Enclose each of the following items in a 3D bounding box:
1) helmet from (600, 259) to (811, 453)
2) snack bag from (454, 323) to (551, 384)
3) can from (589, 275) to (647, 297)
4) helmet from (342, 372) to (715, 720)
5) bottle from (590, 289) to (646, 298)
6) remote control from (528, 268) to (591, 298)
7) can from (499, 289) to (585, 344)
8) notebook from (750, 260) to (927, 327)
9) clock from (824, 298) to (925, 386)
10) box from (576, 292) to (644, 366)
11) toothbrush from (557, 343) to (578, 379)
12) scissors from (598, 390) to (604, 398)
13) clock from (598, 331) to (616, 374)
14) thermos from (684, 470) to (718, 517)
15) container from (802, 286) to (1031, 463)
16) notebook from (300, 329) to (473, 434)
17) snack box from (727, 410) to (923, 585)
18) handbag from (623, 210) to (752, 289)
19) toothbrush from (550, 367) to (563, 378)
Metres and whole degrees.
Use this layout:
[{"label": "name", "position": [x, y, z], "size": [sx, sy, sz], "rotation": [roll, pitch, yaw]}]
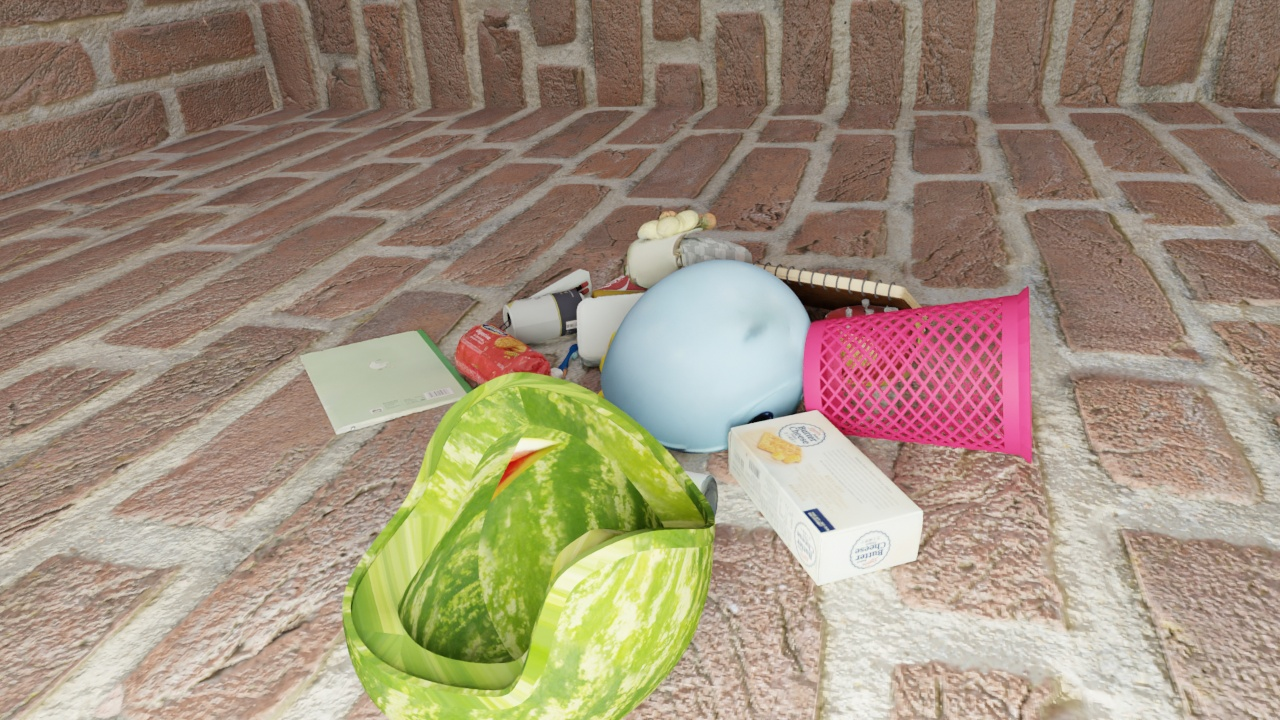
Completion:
[{"label": "helmet", "position": [0.080, -0.019, 1.063], "size": [0.265, 0.167, 0.225], "rotation": [-29, 57, -27]}, {"label": "snack bag", "position": [-0.182, 0.005, 1.183], "size": [0.082, 0.082, 0.176], "rotation": [-20, 29, -30]}, {"label": "can", "position": [-0.033, -0.096, 1.399], "size": [0.054, 0.054, 0.096], "rotation": [13, 30, 31]}, {"label": "helmet", "position": [-0.073, 0.159, 0.654], "size": [0.243, 0.247, 0.213], "rotation": [27, 18, -51]}, {"label": "bottle", "position": [0.022, -0.074, 1.333], "size": [0.186, 0.053, 0.053], "rotation": [1, 24, -11]}, {"label": "remote control", "position": [-0.119, -0.096, 1.414], "size": [0.024, 0.050, 0.143], "rotation": [11, 29, 30]}, {"label": "can", "position": [-0.143, -0.062, 1.328], "size": [0.127, 0.064, 0.064], "rotation": [-13, 27, -19]}, {"label": "notebook", "position": [0.277, -0.094, 1.286], "size": [0.226, 0.024, 0.167], "rotation": [13, -5, 31]}, {"label": "clock", "position": [0.304, -0.035, 1.193], "size": [0.158, 0.081, 0.117], "rotation": [-26, 33, -38]}, {"label": "box", "position": [0.019, -0.026, 1.275], "size": [0.216, 0.110, 0.107], "rotation": [-3, 68, 7]}, {"label": "toothbrush", "position": [-0.107, 0.013, 1.227], "size": [0.021, 0.017, 0.134], "rotation": [1, 28, 17]}, {"label": "scissors", "position": [-0.067, 0.051, 1.142], "size": [0.129, 0.011, 0.125], "rotation": [5, 25, 20]}, {"label": "clock", "position": [-0.007, 0.007, 1.161], "size": [0.083, 0.057, 0.118], "rotation": [13, 29, -9]}, {"label": "thermos", "position": [-0.040, 0.127, 0.916], "size": [0.230, 0.068, 0.067], "rotation": [8, 28, 24]}, {"label": "container", "position": [0.303, 0.016, 1.001], "size": [0.226, 0.183, 0.182], "rotation": [-1, 25, 23]}, {"label": "notebook", "position": [-0.348, 0.020, 1.247], "size": [0.181, 0.010, 0.252], "rotation": [-16, 28, -24]}, {"label": "snack box", "position": [0.174, 0.126, 0.899], "size": [0.104, 0.057, 0.208], "rotation": [-10, 27, -15]}, {"label": "handbag", "position": [0.074, -0.151, 1.297], "size": [0.171, 0.123, 0.113], "rotation": [2, -5, -42]}, {"label": "toothbrush", "position": [-0.161, 0.001, 1.240], "size": [0.018, 0.016, 0.181], "rotation": [-22, 25, -34]}]
